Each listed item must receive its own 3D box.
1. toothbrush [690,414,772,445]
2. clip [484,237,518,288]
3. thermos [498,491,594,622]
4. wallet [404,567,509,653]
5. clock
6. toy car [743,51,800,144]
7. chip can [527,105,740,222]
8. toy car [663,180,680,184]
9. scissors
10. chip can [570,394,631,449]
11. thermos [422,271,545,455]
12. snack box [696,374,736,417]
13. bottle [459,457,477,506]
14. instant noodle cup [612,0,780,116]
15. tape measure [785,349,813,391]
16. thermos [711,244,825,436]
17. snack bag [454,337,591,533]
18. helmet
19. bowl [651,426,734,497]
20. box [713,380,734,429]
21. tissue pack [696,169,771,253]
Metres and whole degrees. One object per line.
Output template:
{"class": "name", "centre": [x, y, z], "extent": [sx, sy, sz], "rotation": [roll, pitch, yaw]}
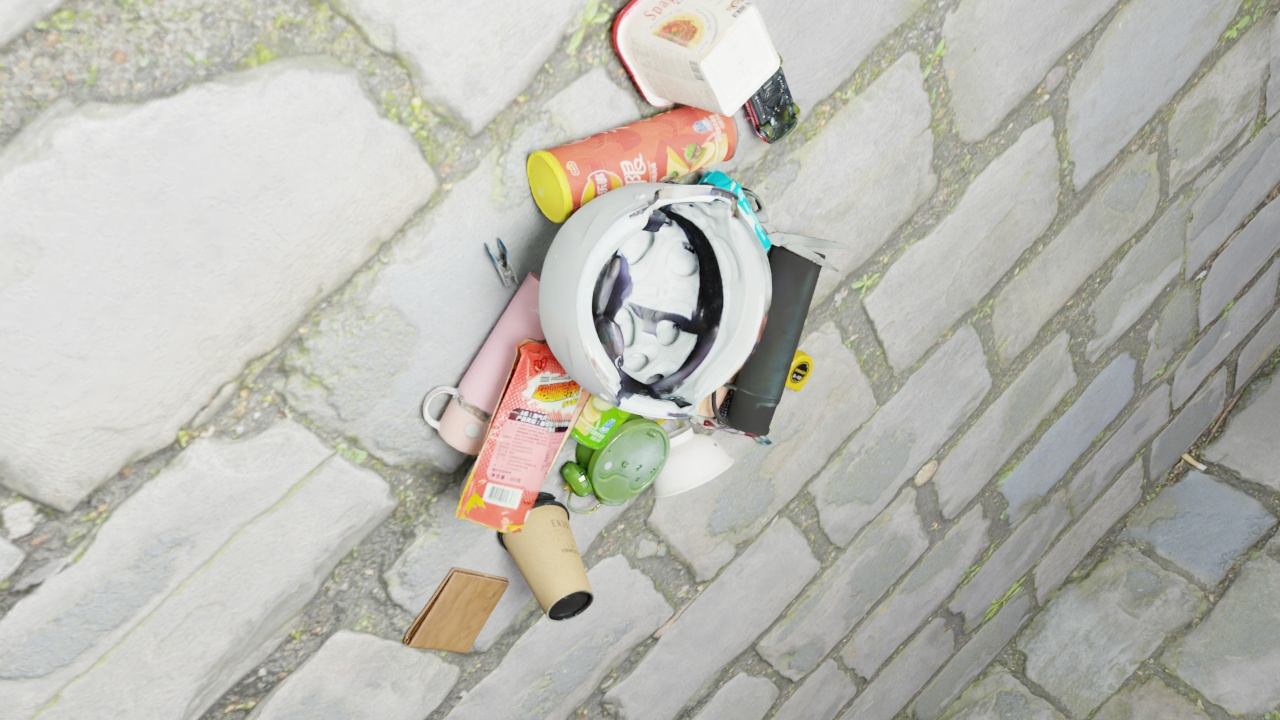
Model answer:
{"class": "toothbrush", "centre": [0.131, 0.100, 1.299], "extent": [0.187, 0.017, 0.016], "rotation": [19, 105, -47]}
{"class": "clip", "centre": [-0.137, -0.096, 0.925], "extent": [0.038, 0.026, 0.058], "rotation": [-28, 140, -11]}
{"class": "thermos", "centre": [-0.111, 0.239, 1.112], "extent": [0.093, 0.143, 0.093], "rotation": [-19, 140, -17]}
{"class": "wallet", "centre": [-0.228, 0.316, 1.153], "extent": [0.101, 0.020, 0.115], "rotation": [27, 97, -49]}
{"class": "clock", "centre": [-0.034, 0.128, 1.152], "extent": [0.116, 0.056, 0.161], "rotation": [29, 99, -47]}
{"class": "toy car", "centre": [0.134, -0.292, 0.997], "extent": [0.053, 0.045, 0.120], "rotation": [-39, 132, -8]}
{"class": "chip can", "centre": [-0.004, -0.204, 0.925], "extent": [0.216, 0.073, 0.073], "rotation": [-24, 132, -26]}
{"class": "toy car", "centre": [0.023, -0.140, 1.022], "extent": [0.056, 0.037, 0.122], "rotation": [-14, 120, -41]}
{"class": "scissors", "centre": [0.160, -0.144, 1.096], "extent": [0.163, 0.014, 0.165], "rotation": [-29, 115, 5]}
{"class": "chip can", "centre": [-0.006, 0.006, 1.049], "extent": [0.222, 0.072, 0.072], "rotation": [-49, 139, 16]}
{"class": "thermos", "centre": [-0.149, 0.001, 0.963], "extent": [0.087, 0.067, 0.199], "rotation": [32, 99, -17]}
{"class": "snack box", "centre": [0.057, 0.022, 1.173], "extent": [0.157, 0.026, 0.084], "rotation": [15, 109, -45]}
{"class": "bottle", "centre": [-0.133, 0.091, 1.032], "extent": [0.068, 0.068, 0.190], "rotation": [23, 103, -47]}
{"class": "instant noodle cup", "centre": [0.056, -0.297, 0.868], "extent": [0.116, 0.124, 0.116], "rotation": [-45, 138, -5]}
{"class": "tape measure", "centre": [0.216, 0.012, 1.299], "extent": [0.060, 0.029, 0.057], "rotation": [19, 107, -46]}
{"class": "thermos", "centre": [0.158, -0.028, 1.167], "extent": [0.090, 0.068, 0.243], "rotation": [12, 102, -16]}
{"class": "snack bag", "centre": [-0.115, 0.074, 0.949], "extent": [0.128, 0.073, 0.208], "rotation": [11, 107, -52]}
{"class": "helmet", "centre": [0.001, -0.064, 0.895], "extent": [0.258, 0.146, 0.229], "rotation": [-8, 109, -49]}
{"class": "bowl", "centre": [0.057, 0.126, 1.211], "extent": [0.118, 0.118, 0.065], "rotation": [-27, 95, -23]}
{"class": "box", "centre": [0.152, 0.020, 1.249], "extent": [0.068, 0.051, 0.164], "rotation": [27, 99, -34]}
{"class": "tissue pack", "centre": [0.089, -0.136, 1.022], "extent": [0.093, 0.050, 0.133], "rotation": [-52, 135, -11]}
